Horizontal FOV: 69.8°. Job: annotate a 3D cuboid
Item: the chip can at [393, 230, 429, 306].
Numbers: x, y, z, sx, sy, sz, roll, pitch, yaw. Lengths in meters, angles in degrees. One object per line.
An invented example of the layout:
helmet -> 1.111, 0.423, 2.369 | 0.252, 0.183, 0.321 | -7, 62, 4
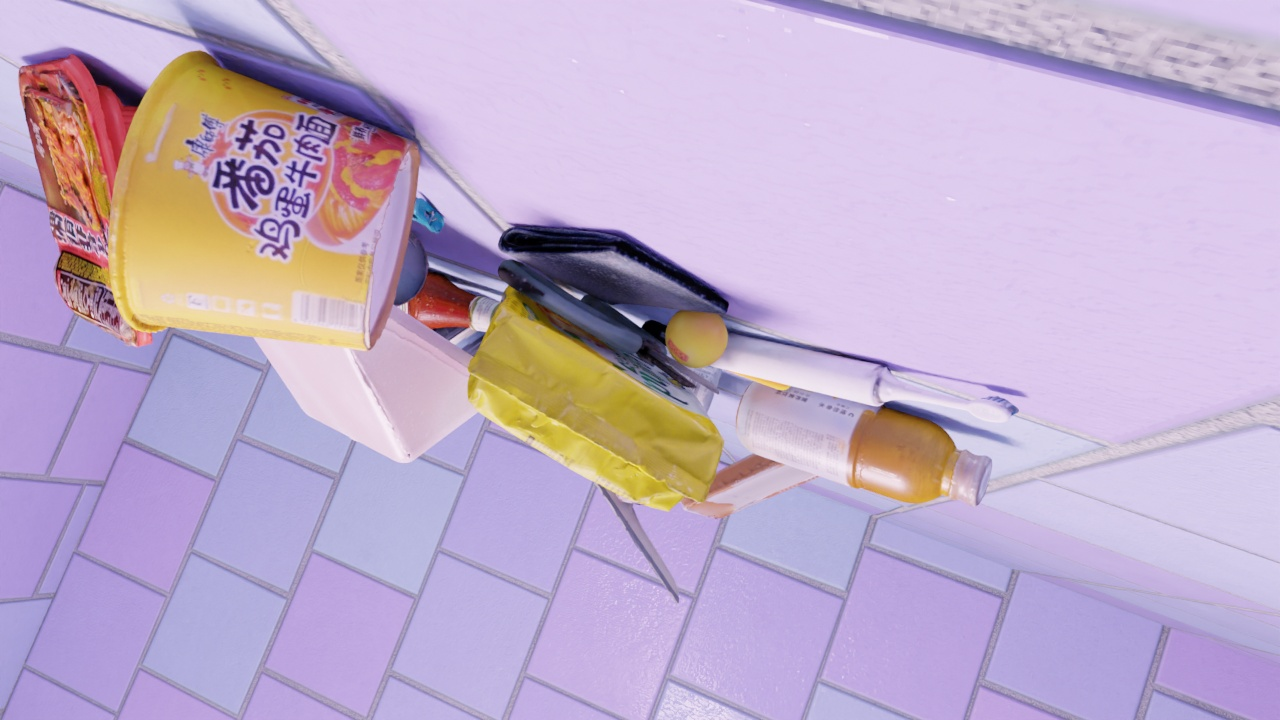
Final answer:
chip can -> -0.252, -0.083, 0.809 | 0.071, 0.071, 0.215 | 25, 172, -30

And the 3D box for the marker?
marker -> 0.058, -0.005, 0.704 | 0.124, 0.018, 0.015 | 21, 175, 9

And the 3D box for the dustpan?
dustpan -> -0.214, -0.035, 0.733 | 0.223, 0.138, 0.274 | 19, 139, 40

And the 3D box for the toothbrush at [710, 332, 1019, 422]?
toothbrush -> 0.127, 0.010, 0.578 | 0.026, 0.027, 0.221 | -25, -153, -39

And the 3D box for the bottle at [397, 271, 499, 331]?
bottle -> -0.202, -0.058, 0.925 | 0.206, 0.059, 0.059 | 15, 172, 22

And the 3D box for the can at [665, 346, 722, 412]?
can -> -0.005, 0.005, 0.807 | 0.147, 0.058, 0.058 | 20, 174, 11

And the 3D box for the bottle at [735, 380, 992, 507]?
bottle -> 0.167, 0.063, 0.699 | 0.190, 0.068, 0.068 | 17, 173, 30

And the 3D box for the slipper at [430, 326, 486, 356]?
slipper -> -0.242, -0.043, 1.055 | 0.253, 0.104, 0.095 | -6, 114, 46

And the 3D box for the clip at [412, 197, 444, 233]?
clip -> -0.145, -0.097, 0.604 | 0.049, 0.015, 0.057 | 23, 175, 0

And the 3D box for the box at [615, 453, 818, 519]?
box -> 0.076, 0.071, 0.906 | 0.193, 0.156, 0.183 | -17, 165, 9

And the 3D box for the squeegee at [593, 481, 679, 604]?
squeegee -> -0.046, 0.107, 0.986 | 0.246, 0.039, 0.246 | 60, 171, -34

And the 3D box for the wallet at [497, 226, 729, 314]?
wallet -> -0.017, -0.053, 0.555 | 0.097, 0.019, 0.121 | 24, 172, -40

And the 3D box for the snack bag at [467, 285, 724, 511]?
snack bag -> -0.038, 0.016, 0.624 | 0.158, 0.068, 0.246 | 31, -174, -9

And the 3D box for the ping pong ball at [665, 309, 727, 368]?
ping pong ball -> 0.036, -0.015, 0.589 | 0.040, 0.040, 0.040 | 21, 174, 2

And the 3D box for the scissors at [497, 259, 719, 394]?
scissors -> -0.030, -0.028, 0.622 | 0.178, 0.019, 0.170 | 29, -173, -35

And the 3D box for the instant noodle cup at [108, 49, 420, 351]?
instant noodle cup -> -0.174, -0.069, 0.452 | 0.109, 0.138, 0.138 | 13, 175, -9

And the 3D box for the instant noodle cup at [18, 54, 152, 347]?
instant noodle cup -> -0.364, -0.114, 0.638 | 0.078, 0.189, 0.165 | -21, -153, -40
